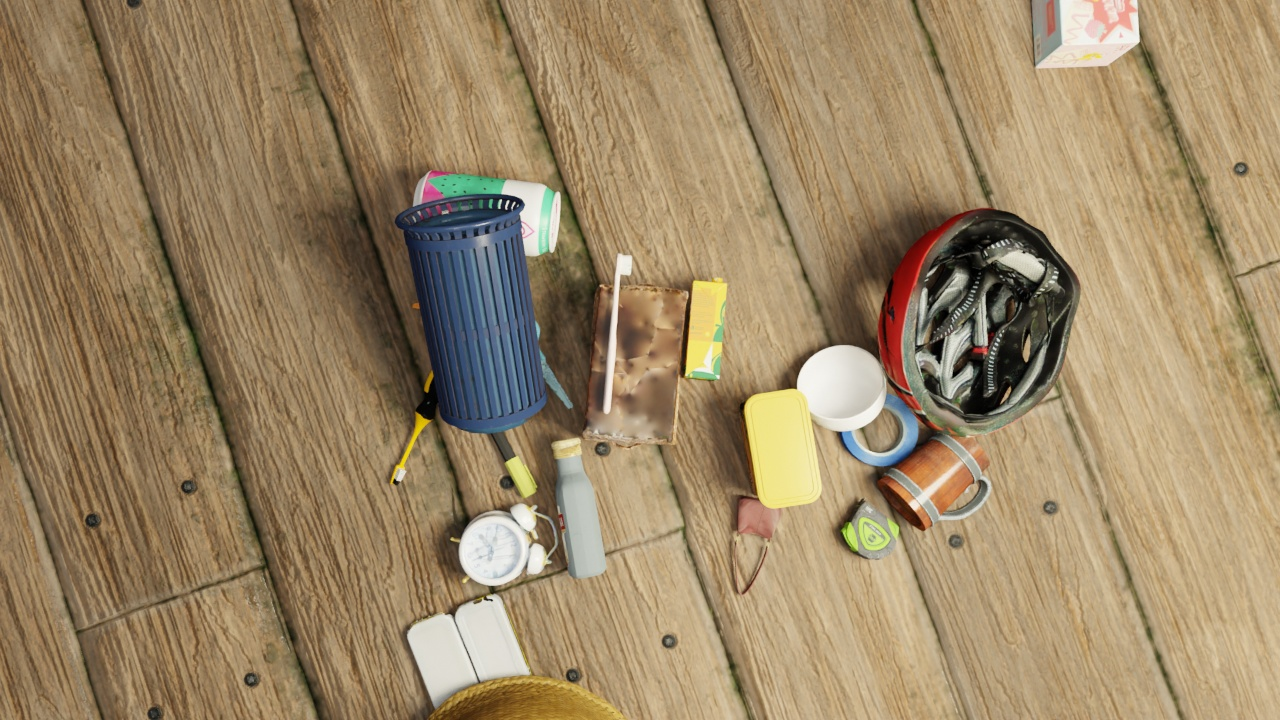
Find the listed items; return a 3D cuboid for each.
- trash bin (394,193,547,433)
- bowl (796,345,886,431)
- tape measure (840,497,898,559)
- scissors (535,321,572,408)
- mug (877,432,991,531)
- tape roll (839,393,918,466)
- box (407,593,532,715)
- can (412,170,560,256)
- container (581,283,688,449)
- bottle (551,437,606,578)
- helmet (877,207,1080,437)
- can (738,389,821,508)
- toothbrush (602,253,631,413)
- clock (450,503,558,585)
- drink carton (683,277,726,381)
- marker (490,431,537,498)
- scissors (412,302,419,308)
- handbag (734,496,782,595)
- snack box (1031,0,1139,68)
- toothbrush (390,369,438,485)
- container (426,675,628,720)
[{"bbox_3d":[-0.184,-0.050,1.041,0.139,0.139,0.250,-6,114,0],"label":"trash bin"},{"bbox_3d":[0.244,0.038,1.104,0.105,0.054,0.104,-11,55,16],"label":"bowl"},{"bbox_3d":[0.278,0.211,1.118,0.065,0.036,0.058,41,79,5],"label":"tape measure"},{"bbox_3d":[-0.125,0.004,1.142,0.056,0.015,0.137,-36,94,0],"label":"scissors"},{"bbox_3d":[0.363,0.151,1.106,0.111,0.081,0.117,-40,112,-5],"label":"mug"},{"bbox_3d":[0.293,0.084,1.132,0.093,0.016,0.091,-13,87,0],"label":"tape roll"},{"bbox_3d":[-0.194,0.399,1.117,0.127,0.023,0.209,-22,88,-2],"label":"box"},{"bbox_3d":[-0.184,-0.177,1.109,0.166,0.088,0.088,7,87,0],"label":"can"},{"bbox_3d":[-0.006,0.006,1.089,0.114,0.113,0.198,4,86,0],"label":"container"},{"bbox_3d":[-0.077,0.175,1.101,0.046,0.072,0.161,-10,87,-6],"label":"bottle"},{"bbox_3d":[0.377,-0.041,1.060,0.217,0.167,0.271,28,78,-13],"label":"helmet"},{"bbox_3d":[0.162,0.103,1.089,0.072,0.101,0.130,-9,87,-1],"label":"can"},{"bbox_3d":[-0.027,-0.030,1.026,0.018,0.016,0.181,6,86,-5],"label":"toothbrush"},{"bbox_3d":[-0.162,0.223,1.111,0.125,0.052,0.089,-17,86,-4],"label":"clock"},{"bbox_3d":[0.078,-0.038,1.117,0.041,0.058,0.122,6,87,0],"label":"drink carton"},{"bbox_3d":[-0.164,0.111,1.132,0.021,0.018,0.124,-26,85,-34],"label":"marker"},{"bbox_3d":[-0.221,-0.076,1.143,0.128,0.011,0.125,-2,88,0],"label":"scissors"},{"bbox_3d":[0.136,0.229,1.124,0.055,0.029,0.119,11,93,-1],"label":"handbag"},{"bbox_3d":[0.543,-0.418,1.124,0.095,0.079,0.093,-2,87,-1],"label":"snack box"},{"bbox_3d":[-0.265,0.064,1.130,0.031,0.031,0.196,27,93,46],"label":"toothbrush"},{"bbox_3d":[-0.129,0.522,1.011,0.307,0.196,0.307,0,92,-2],"label":"container"}]
